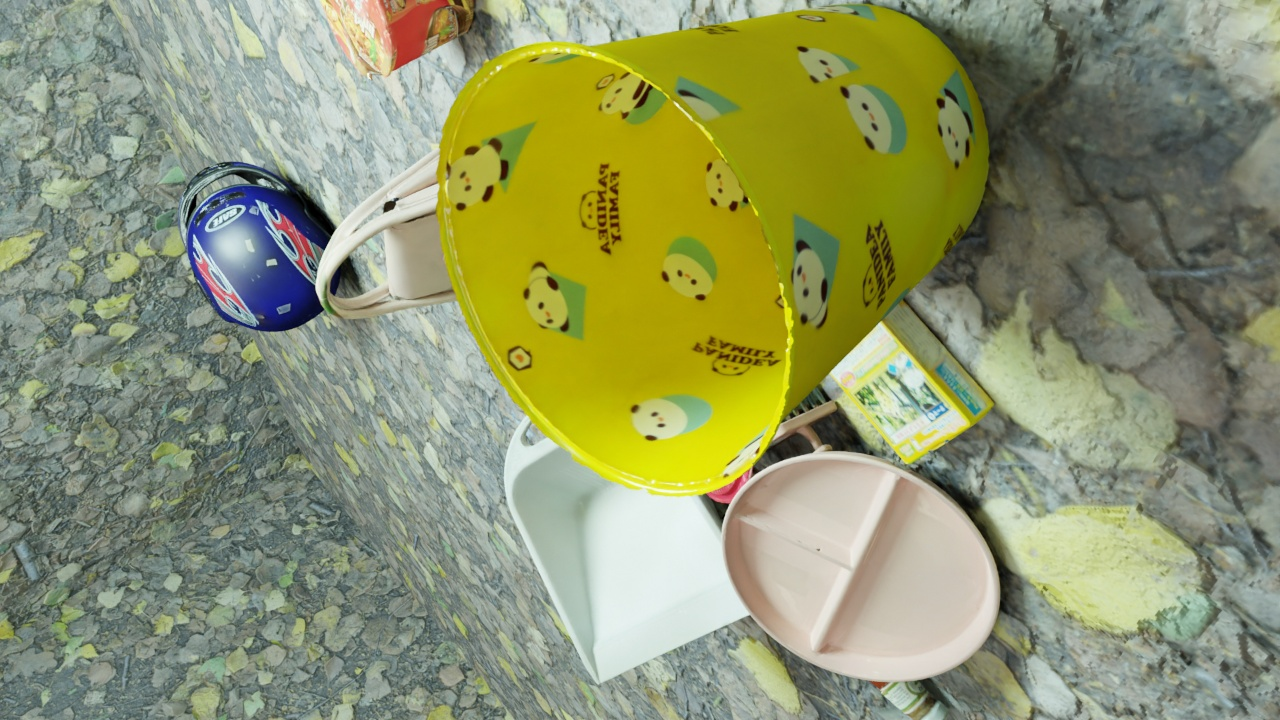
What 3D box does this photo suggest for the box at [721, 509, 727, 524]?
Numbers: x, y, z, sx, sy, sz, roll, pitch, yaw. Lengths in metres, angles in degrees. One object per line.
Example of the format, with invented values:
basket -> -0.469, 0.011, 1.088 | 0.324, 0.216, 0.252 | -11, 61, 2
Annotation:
box -> 0.112, 0.181, 0.959 | 0.068, 0.051, 0.165 | 33, 145, 14

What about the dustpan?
dustpan -> -0.034, 0.168, 0.953 | 0.142, 0.223, 0.257 | 29, -143, -48

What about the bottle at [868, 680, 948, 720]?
bottle -> 0.208, 0.271, 0.885 | 0.206, 0.059, 0.060 | 44, 150, 16

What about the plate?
plate -> 0.179, 0.172, 0.767 | 0.230, 0.028, 0.230 | 12, 120, 22

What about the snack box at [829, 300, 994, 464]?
snack box -> 0.182, 0.003, 0.679 | 0.140, 0.033, 0.087 | 53, 152, 12

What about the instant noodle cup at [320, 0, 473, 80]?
instant noodle cup -> -0.239, -0.361, 0.902 | 0.138, 0.108, 0.138 | 39, 148, 31

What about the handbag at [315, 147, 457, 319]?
handbag -> -0.263, -0.127, 1.044 | 0.093, 0.233, 0.194 | 49, 151, 20

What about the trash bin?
trash bin -> 0.057, -0.085, 0.520 | 0.230, 0.254, 0.230 | 26, 131, 33

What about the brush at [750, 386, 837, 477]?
brush -> 0.118, 0.074, 0.821 | 0.073, 0.063, 0.146 | 62, 154, 11

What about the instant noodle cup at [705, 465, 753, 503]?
instant noodle cup -> 0.038, 0.042, 0.841 | 0.194, 0.065, 0.194 | 170, 90, -74

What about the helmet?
helmet -> -0.674, -0.200, 1.611 | 0.315, 0.247, 0.240 | 58, 172, -18
